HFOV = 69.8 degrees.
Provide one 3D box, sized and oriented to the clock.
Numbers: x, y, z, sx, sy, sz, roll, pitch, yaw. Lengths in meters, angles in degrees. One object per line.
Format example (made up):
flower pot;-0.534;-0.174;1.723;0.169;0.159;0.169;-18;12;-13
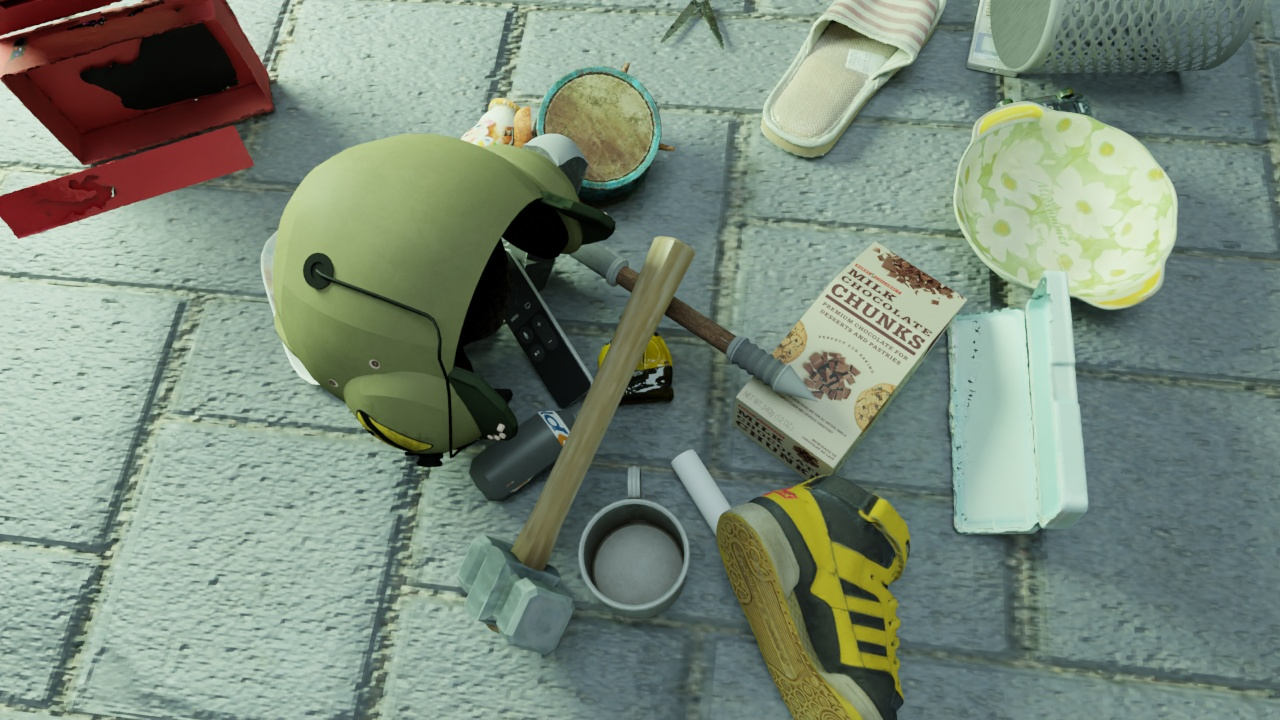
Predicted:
clock;-0.058;-0.200;0.861;0.157;0.073;0.121;-29;91;-8

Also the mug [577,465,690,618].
mug;-0.003;0.144;0.725;0.084;0.070;0.113;0;67;3

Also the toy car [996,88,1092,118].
toy car;0.381;-0.230;0.876;0.091;0.036;0.042;-8;67;-1

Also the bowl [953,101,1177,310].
bowl;0.370;-0.129;0.822;0.188;0.060;0.219;-22;68;-6

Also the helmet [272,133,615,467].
helmet;-0.159;-0.053;0.706;0.233;0.256;0.249;20;68;8

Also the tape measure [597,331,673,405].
tape measure;-0.005;0.005;0.801;0.065;0.037;0.064;-3;67;2

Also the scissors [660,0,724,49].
scissors;0.069;-0.400;0.981;0.157;0.013;0.170;-28;69;-7

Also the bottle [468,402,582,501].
bottle;-0.091;0.074;0.773;0.112;0.047;0.047;-35;69;-10

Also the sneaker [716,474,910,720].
sneaker;0.159;0.197;0.686;0.121;0.086;0.238;-24;86;-27

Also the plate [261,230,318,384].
plate;-0.252;-0.074;0.862;0.187;0.016;0.186;-23;68;-6

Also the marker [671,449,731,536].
marker;0.067;0.135;0.750;0.027;0.023;0.133;-35;69;6

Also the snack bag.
snack bag;0.179;-0.005;0.776;0.094;0.070;0.206;37;74;17

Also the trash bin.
trash bin;0.441;-0.345;0.851;0.183;0.157;0.156;-4;67;0

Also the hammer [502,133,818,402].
hammer;0.010;-0.055;0.761;0.322;0.156;0.043;35;29;22

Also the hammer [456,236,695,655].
hammer;-0.041;0.055;0.700;0.051;0.117;0.322;27;87;-30

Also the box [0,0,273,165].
box;-0.487;-0.306;0.786;0.211;0.378;0.124;-18;83;-5

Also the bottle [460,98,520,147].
bottle;-0.144;-0.198;0.883;0.063;0.063;0.109;13;67;9

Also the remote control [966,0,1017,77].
remote control;0.371;-0.350;0.941;0.050;0.011;0.135;15;69;10

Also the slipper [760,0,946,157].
slipper;0.217;-0.310;0.913;0.115;0.052;0.262;34;74;17

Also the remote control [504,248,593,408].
remote control;-0.093;-0.028;0.805;0.045;0.008;0.146;-38;81;35

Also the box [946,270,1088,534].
box;0.300;0.036;0.734;0.122;0.078;0.197;-16;59;41
